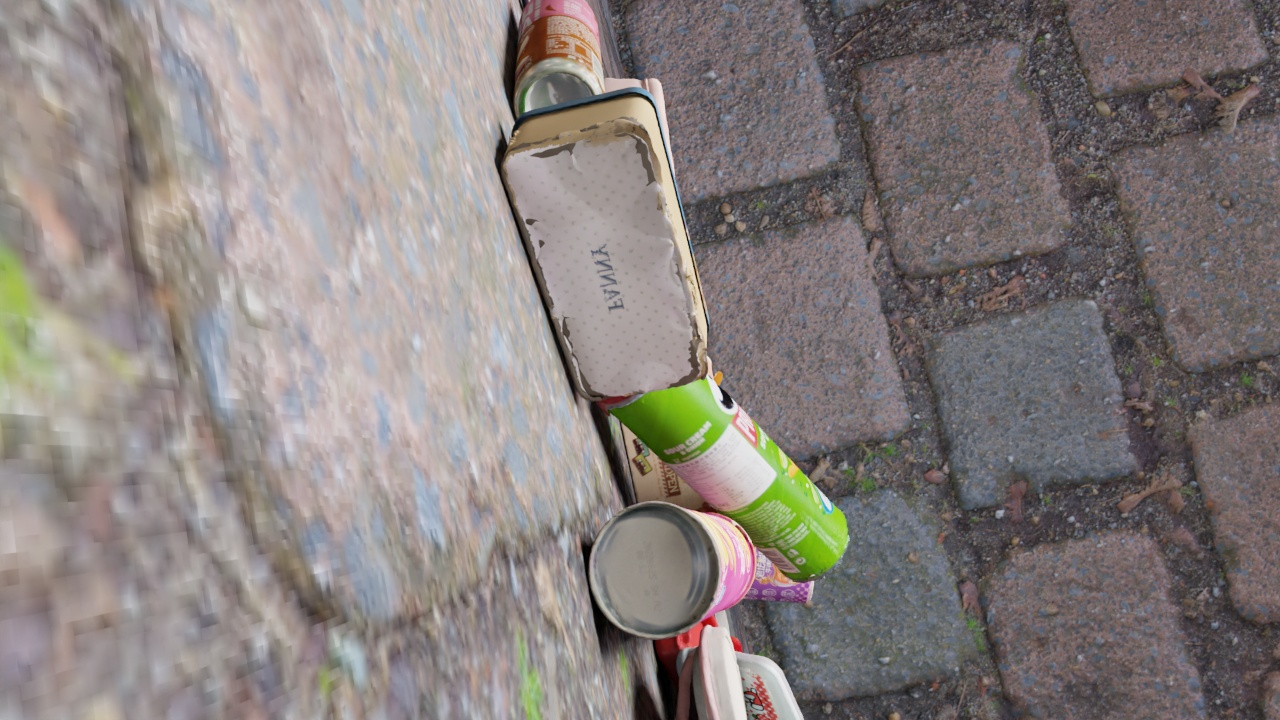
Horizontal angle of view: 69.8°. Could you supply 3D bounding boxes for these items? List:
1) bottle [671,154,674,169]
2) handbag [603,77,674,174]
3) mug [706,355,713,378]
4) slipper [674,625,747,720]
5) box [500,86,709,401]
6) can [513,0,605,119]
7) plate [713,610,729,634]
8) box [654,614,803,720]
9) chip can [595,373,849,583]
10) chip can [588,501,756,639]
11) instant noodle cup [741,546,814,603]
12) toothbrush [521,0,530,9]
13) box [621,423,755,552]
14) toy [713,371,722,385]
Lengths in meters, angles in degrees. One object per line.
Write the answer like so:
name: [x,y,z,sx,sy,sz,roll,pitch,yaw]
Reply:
bottle: [-0.004,-0.124,0.885,0.206,0.059,0.059,96,-13,-57]
handbag: [0.000,-0.088,0.723,0.193,0.093,0.234,-94,168,-54]
mug: [0.039,0.061,0.891,0.114,0.082,0.105,65,15,-61]
slipper: [0.048,0.276,0.590,0.114,0.054,0.275,-93,174,-54]
box: [-0.017,-0.066,0.525,0.060,0.090,0.184,-83,162,-57]
can: [-0.055,-0.199,0.616,0.147,0.058,0.058,-97,172,-51]
plate: [0.080,0.309,1.021,0.163,0.034,0.164,-98,173,-45]
box: [0.089,0.265,0.697,0.118,0.098,0.201,-74,145,-56]
chip can: [0.065,0.075,0.676,0.236,0.072,0.072,45,21,-28]
chip can: [0.027,0.126,0.563,0.210,0.071,0.071,43,34,-74]
instant noodle cup: [0.140,0.214,0.997,0.111,0.099,0.111,10,89,-81]
toothbrush: [-0.073,-0.239,0.768,0.181,0.018,0.015,71,11,-46]
box: [0.044,0.105,0.779,0.076,0.091,0.168,26,51,-80]
toy: [0.072,0.123,1.050,0.246,0.090,0.227,-48,140,-81]
